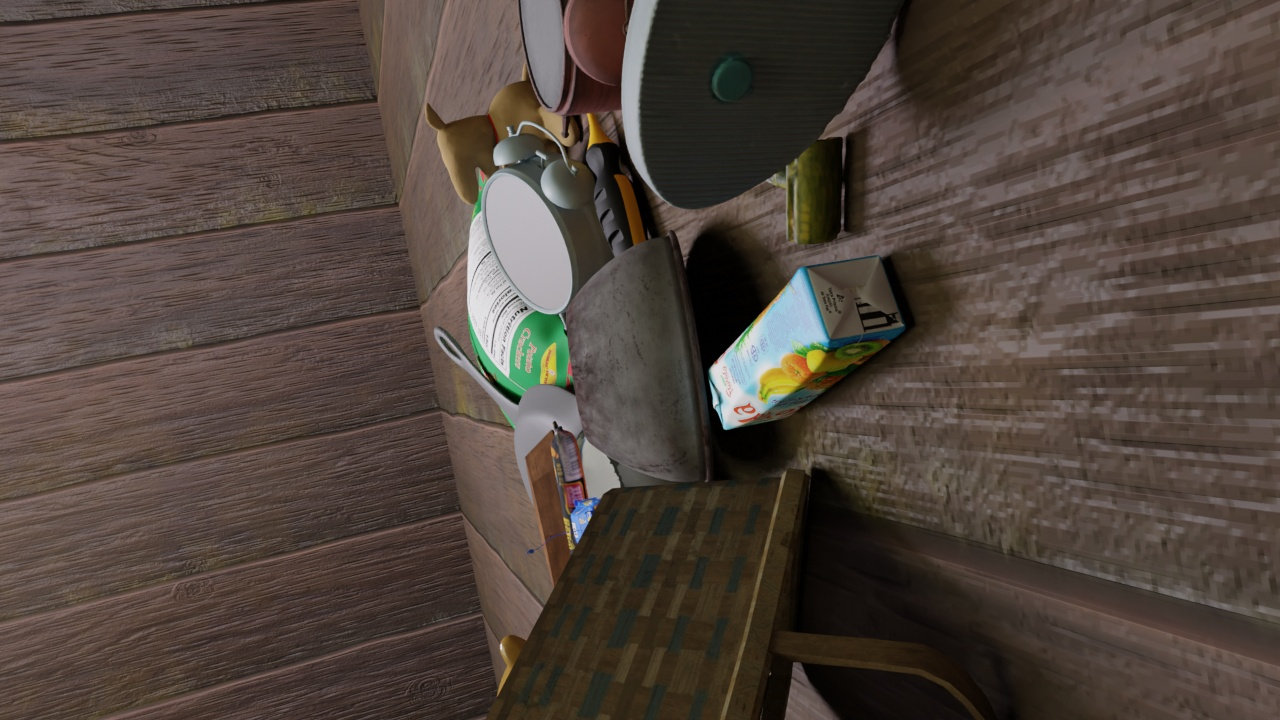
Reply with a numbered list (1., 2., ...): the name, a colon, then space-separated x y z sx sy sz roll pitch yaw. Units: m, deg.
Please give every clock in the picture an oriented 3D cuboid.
1. clock: -0.021 -0.198 0.504 0.158 0.072 0.120 148 110 -73
2. clock: -0.073 -0.107 0.707 0.122 0.045 0.160 37 142 33

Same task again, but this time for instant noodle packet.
1. instant noodle packet: -0.113 -0.031 0.873 0.196 0.090 0.252 101 147 -49

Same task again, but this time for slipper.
1. slipper: 0.050 -0.173 0.275 0.054 0.098 0.269 -119 33 -42

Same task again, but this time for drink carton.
1. drink carton: 0.066 -0.003 0.404 0.129 0.044 0.038 125 132 -66

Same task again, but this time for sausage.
1. sausage: -0.040 0.115 0.613 0.020 0.020 0.155 -170 69 -72

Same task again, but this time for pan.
1. pan: -0.094 0.076 0.806 0.354 0.024 0.217 42 144 31

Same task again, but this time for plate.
1. plate: -0.064 0.121 0.691 0.131 0.025 0.131 167 91 -80

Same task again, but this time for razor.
1. razor: 0.058 -0.086 0.416 0.106 0.026 0.042 -128 29 -63

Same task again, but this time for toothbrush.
1. toothbrush: -0.025 -0.140 0.632 0.031 0.030 0.196 -47 53 51

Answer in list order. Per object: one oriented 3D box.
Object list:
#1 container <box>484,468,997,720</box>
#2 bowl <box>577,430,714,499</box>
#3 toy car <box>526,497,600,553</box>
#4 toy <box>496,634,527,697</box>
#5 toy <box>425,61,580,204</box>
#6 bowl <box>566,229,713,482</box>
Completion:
1. container: 0.047 0.168 0.390 0.249 0.186 0.158 -60 -27 -56
2. bowl: 0.011 0.113 0.607 0.153 0.072 0.153 168 90 -74
3. toy car: -0.045 0.104 0.550 0.092 0.061 0.033 150 107 -72
4. toy: -0.026 0.269 0.713 0.162 0.198 0.203 52 -179 14
5. toy: -0.115 -0.187 0.772 0.106 0.108 0.134 72 172 -45
6. bowl: -0.003 0.003 0.522 0.145 0.067 0.145 25 -124 -90
